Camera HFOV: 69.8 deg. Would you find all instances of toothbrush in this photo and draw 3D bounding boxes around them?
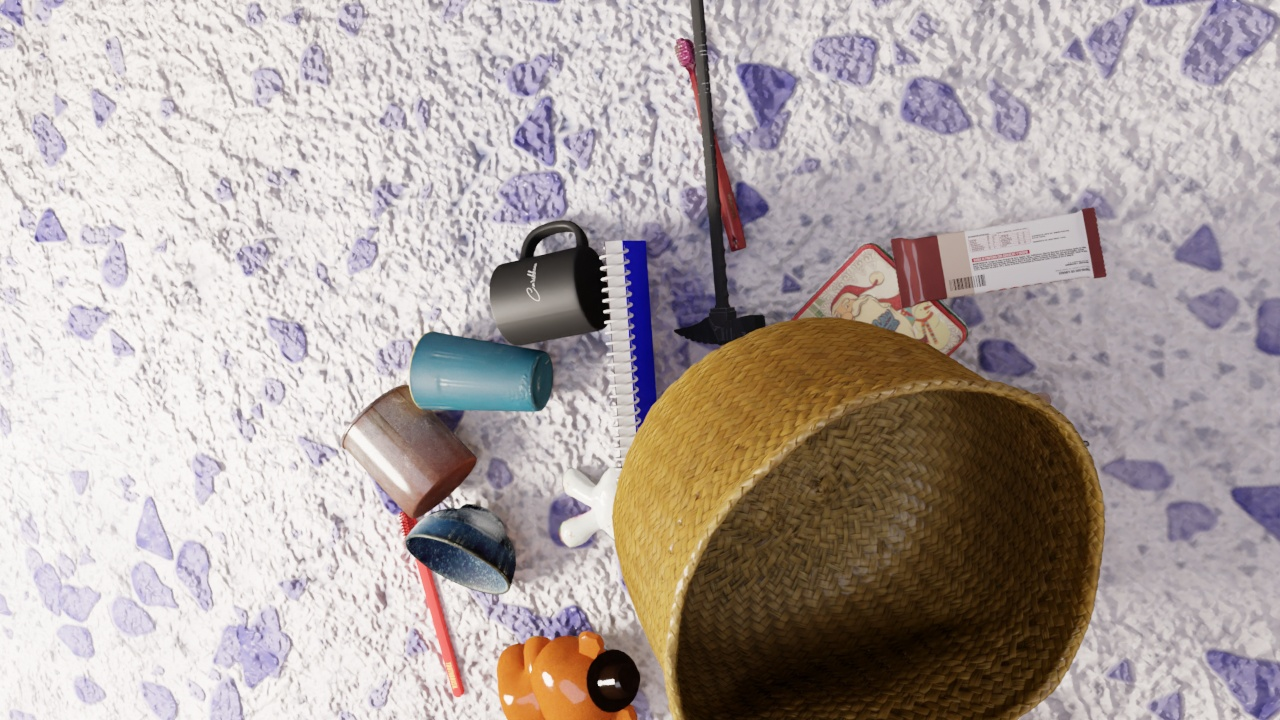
[{"bbox_3d":[-0.223,0.260,0.978,0.012,0.017,0.212,-14,93,22],"label":"toothbrush"},{"bbox_3d":[0.061,-0.188,0.801,0.016,0.016,0.190,-14,93,25],"label":"toothbrush"}]

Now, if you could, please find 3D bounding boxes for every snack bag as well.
[{"bbox_3d":[0.277,-0.080,0.713,0.158,0.013,0.057,-9,88,3],"label":"snack bag"}]

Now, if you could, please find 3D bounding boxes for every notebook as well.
[{"bbox_3d":[-0.005,0.005,0.773,0.022,0.171,0.209,-3,97,7],"label":"notebook"}]

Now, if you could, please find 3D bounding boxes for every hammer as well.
[{"bbox_3d":[0.054,-0.174,0.784,0.095,0.015,0.325,2,100,46],"label":"hammer"}]

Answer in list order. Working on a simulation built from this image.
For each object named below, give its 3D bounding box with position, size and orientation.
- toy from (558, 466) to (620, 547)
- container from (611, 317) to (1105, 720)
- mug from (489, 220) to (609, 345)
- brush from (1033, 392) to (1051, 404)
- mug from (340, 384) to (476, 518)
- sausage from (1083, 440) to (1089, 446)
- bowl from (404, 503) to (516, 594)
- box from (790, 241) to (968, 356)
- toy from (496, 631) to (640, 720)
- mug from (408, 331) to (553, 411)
[{"bbox_3d":[-0.023,0.137,0.872,0.123,0.038,0.079,-10,88,19],"label":"toy"},{"bbox_3d":[0.132,0.119,0.640,0.306,0.196,0.307,-6,115,-14],"label":"container"},{"bbox_3d":[-0.081,-0.075,0.847,0.088,0.078,0.113,-10,69,22],"label":"mug"},{"bbox_3d":[0.265,0.053,0.748,0.136,0.015,0.050,-17,136,14],"label":"brush"},{"bbox_3d":[-0.236,0.100,0.928,0.110,0.096,0.123,48,142,12],"label":"mug"},{"bbox_3d":[0.286,0.082,0.756,0.155,0.020,0.020,-12,94,22],"label":"sausage"},{"bbox_3d":[-0.170,0.179,0.914,0.114,0.060,0.114,17,148,11],"label":"bowl"},{"bbox_3d":[0.165,0.008,0.775,0.117,0.050,0.206,47,112,9],"label":"box"},{"bbox_3d":[-0.072,0.320,0.890,0.177,0.096,0.112,-22,90,50],"label":"toy"},{"bbox_3d":[-0.150,0.015,0.885,0.121,0.078,0.078,5,100,15],"label":"mug"}]
